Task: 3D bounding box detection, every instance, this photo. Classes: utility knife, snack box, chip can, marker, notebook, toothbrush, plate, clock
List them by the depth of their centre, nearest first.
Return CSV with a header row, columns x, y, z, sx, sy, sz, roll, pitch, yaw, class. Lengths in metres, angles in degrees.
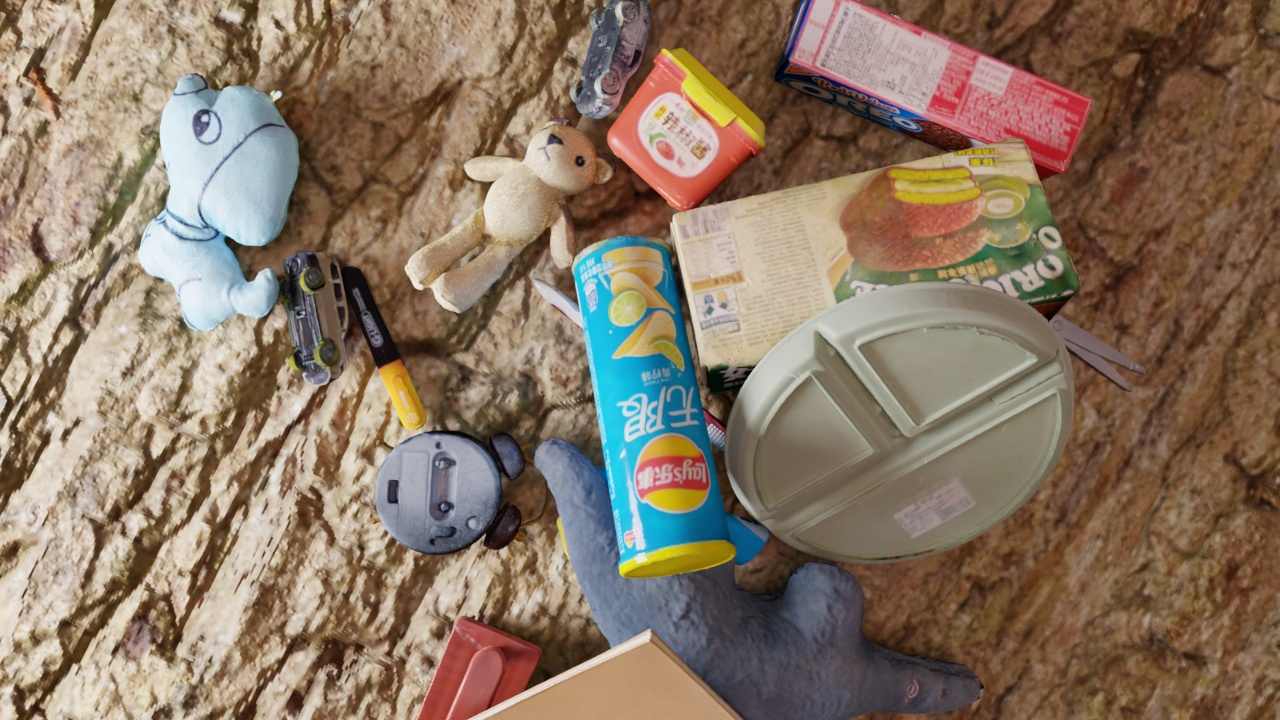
x,y,z,sx,sy,sz,roll,pitch,yaw,class
0.006,0.027,0.586,0.071,0.071,0.210,-9,69,-3,chip can
0.169,0.052,0.594,0.230,0.027,0.231,-2,126,-3,plate
0.009,0.267,0.599,0.150,0.012,0.211,-32,116,19,notebook
0.147,-0.061,0.606,0.240,0.063,0.114,-13,71,2,snack box
0.030,-0.152,0.620,0.091,0.082,0.080,42,102,-2,snack box
-0.122,0.088,0.626,0.122,0.055,0.082,4,90,-4,clock
0.199,-0.189,0.636,0.207,0.057,0.058,21,92,-4,snack box
-0.180,-0.009,0.641,0.018,0.015,0.124,-24,91,-7,marker
-0.004,0.004,0.651,0.187,0.016,0.017,39,99,-4,toothbrush
0.012,0.105,0.652,0.161,0.018,0.034,22,104,-2,utility knife

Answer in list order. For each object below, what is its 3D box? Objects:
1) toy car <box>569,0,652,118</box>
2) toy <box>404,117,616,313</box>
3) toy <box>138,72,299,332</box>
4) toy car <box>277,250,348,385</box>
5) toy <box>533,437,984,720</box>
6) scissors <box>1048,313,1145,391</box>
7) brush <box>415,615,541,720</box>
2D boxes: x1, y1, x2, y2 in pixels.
x,y,z,sx,sy,sz,roll,pitch,yaw,class
-0.019,-0.210,0.632,0.034,0.043,0.090,19,85,-37,toy car
-0.090,-0.099,0.618,0.105,0.066,0.157,42,81,14,toy
-0.279,-0.111,0.614,0.156,0.049,0.161,-39,85,9,toy
-0.219,-0.028,0.624,0.035,0.042,0.090,-9,90,-46,toy car
0.067,0.184,0.622,0.356,0.091,0.137,27,81,-5,toy
0.288,-0.022,0.667,0.126,0.012,0.173,-30,94,-4,scissors
-0.124,0.252,0.623,0.063,0.069,0.146,24,90,-2,brush
